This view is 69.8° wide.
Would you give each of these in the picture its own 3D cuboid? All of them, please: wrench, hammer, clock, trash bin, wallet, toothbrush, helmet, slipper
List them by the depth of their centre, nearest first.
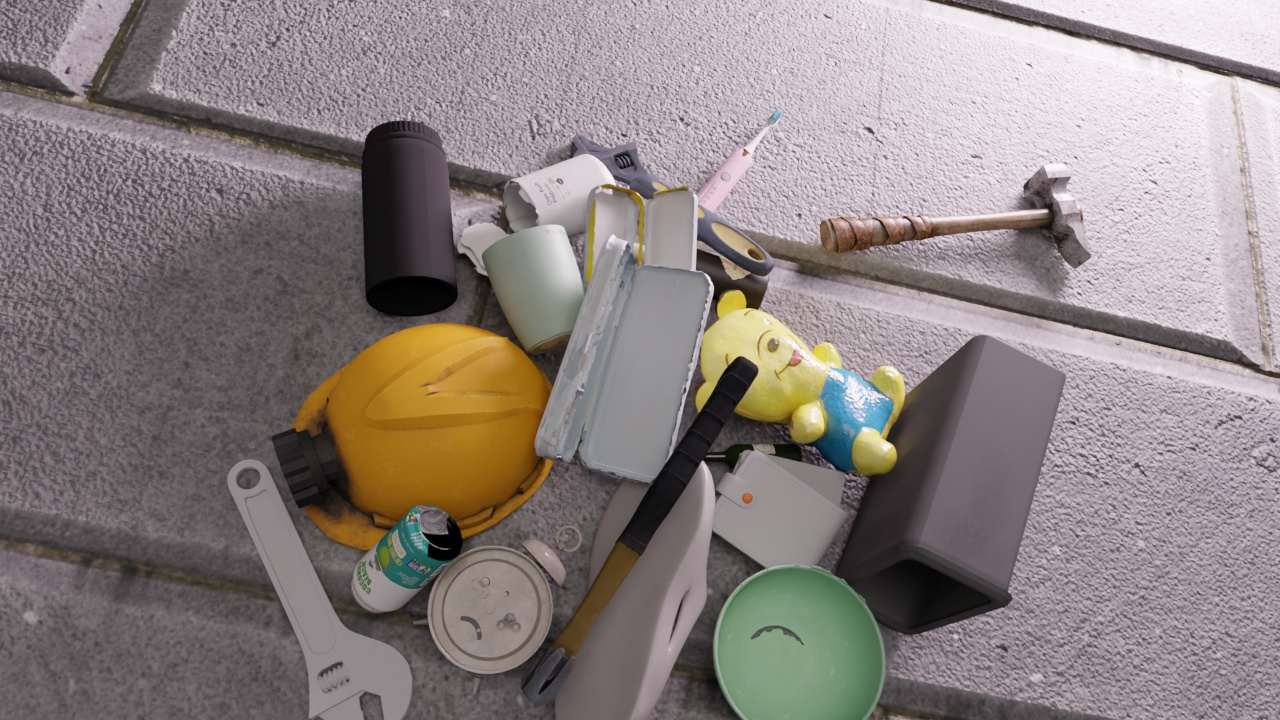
[{"bbox_3d":[0.004,0.133,0.759,0.025,0.118,0.332,34,71,2],"label":"hammer"},{"bbox_3d":[-0.282,0.199,0.796,0.086,0.018,0.273,-25,73,-19],"label":"wrench"},{"bbox_3d":[-0.112,0.203,0.800,0.156,0.061,0.103,-42,79,-15],"label":"clock"},{"bbox_3d":[0.009,0.214,0.810,0.113,0.080,0.265,-6,54,36],"label":"slipper"},{"bbox_3d":[-0.189,0.050,0.813,0.255,0.132,0.205,-21,72,-18],"label":"helmet"},{"bbox_3d":[0.274,0.117,0.832,0.097,0.192,0.219,27,64,2],"label":"trash bin"},{"bbox_3d":[0.133,0.136,0.866,0.118,0.037,0.115,35,82,2],"label":"wallet"},{"bbox_3d":[0.030,-0.170,0.975,0.273,0.022,0.073,38,62,20],"label":"wrench"},{"bbox_3d":[0.099,-0.210,1.027,0.027,0.027,0.222,40,66,-5],"label":"toothbrush"},{"bbox_3d":[0.357,-0.152,1.040,0.318,0.049,0.121,-6,71,-11],"label":"hammer"}]

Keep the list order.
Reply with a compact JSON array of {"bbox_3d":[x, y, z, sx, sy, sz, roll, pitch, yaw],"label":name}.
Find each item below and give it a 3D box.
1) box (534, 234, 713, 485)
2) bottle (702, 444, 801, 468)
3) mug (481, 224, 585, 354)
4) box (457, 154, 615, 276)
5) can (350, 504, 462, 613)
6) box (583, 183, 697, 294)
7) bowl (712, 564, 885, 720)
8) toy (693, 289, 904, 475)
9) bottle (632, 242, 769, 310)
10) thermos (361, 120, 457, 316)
[{"bbox_3d":[0.001,0.006,0.827,0.127,0.106,0.215,18,84,5],"label":"box"},{"bbox_3d":[0.105,0.095,0.901,0.106,0.025,0.025,1,67,-10],"label":"bottle"},{"bbox_3d":[-0.097,-0.061,0.885,0.084,0.111,0.104,-19,83,-14],"label":"mug"},{"bbox_3d":[-0.107,-0.147,0.939,0.165,0.093,0.083,-24,77,-27],"label":"box"},{"bbox_3d":[-0.198,0.168,0.773,0.055,0.102,0.054,35,29,-23],"label":"can"},{"bbox_3d":[-0.001,-0.071,0.911,0.117,0.057,0.209,3,82,0],"label":"box"},{"bbox_3d":[0.130,0.260,0.807,0.151,0.077,0.150,4,67,-9],"label":"bowl"},{"bbox_3d":[0.151,0.029,0.901,0.214,0.084,0.148,25,43,6],"label":"toy"},{"bbox_3d":[0.041,-0.099,0.960,0.184,0.045,0.045,18,65,-2],"label":"bottle"},{"bbox_3d":[-0.232,-0.152,0.913,0.086,0.086,0.198,-4,68,-12],"label":"thermos"}]
